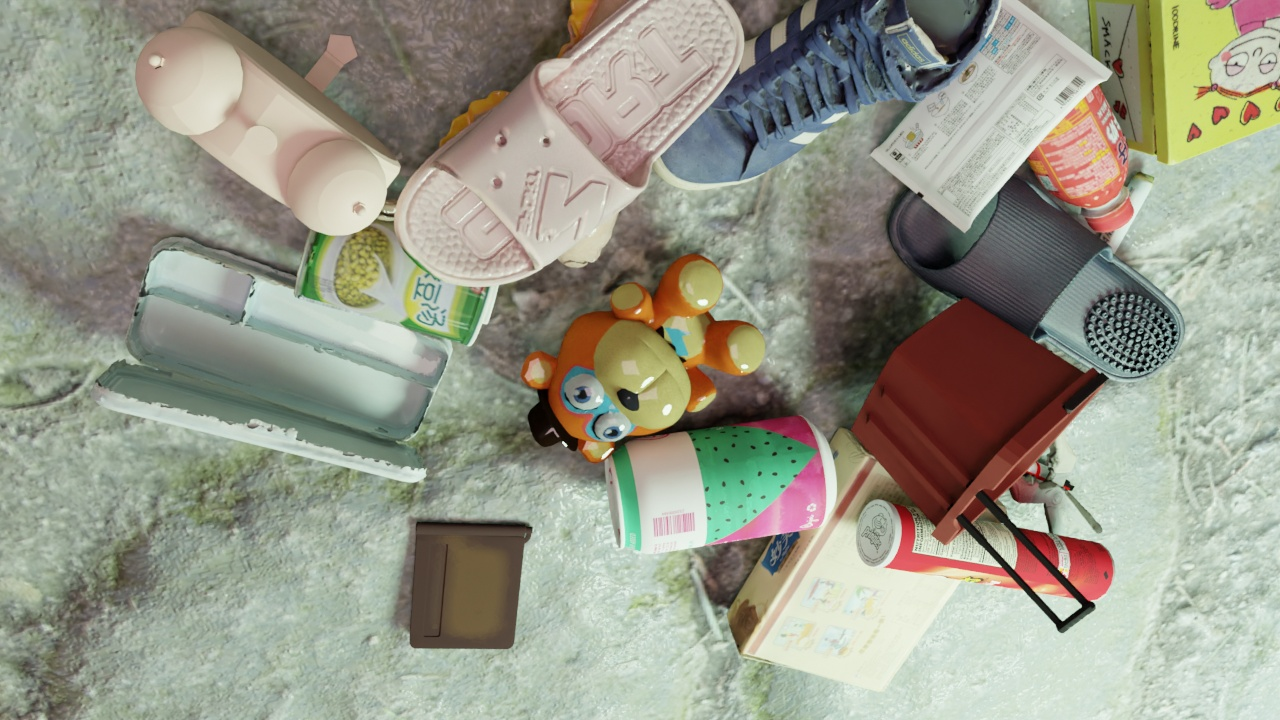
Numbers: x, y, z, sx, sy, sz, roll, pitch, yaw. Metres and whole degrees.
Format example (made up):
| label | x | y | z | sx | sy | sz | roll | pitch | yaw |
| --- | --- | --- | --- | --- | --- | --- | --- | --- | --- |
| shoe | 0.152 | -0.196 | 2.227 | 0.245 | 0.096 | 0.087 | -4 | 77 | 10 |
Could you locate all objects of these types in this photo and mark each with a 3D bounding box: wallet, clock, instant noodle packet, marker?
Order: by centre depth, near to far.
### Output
| label | x | y | z | sx | sy | sz | roll | pitch | yaw |
| --- | --- | --- | --- | --- | --- | --- | --- | --- | --- |
| clock | -0.194 | -0.138 | 0.508 | 0.131 | 0.160 | 0.086 | 37 | 102 | -23 |
| instant noodle packet | 0.230 | -0.163 | 0.616 | 0.087 | 0.026 | 0.135 | 43 | 125 | 9 |
| marker | 0.361 | -0.078 | 0.724 | 0.017 | 0.017 | 0.147 | 15 | 110 | -17 |
| wallet | -0.140 | 0.184 | 0.749 | 0.091 | 0.018 | 0.116 | 4 | 112 | -12 |
| marker | 0.321 | 0.089 | 0.792 | 0.145 | 0.019 | 0.019 | 22 | 109 | -19 |

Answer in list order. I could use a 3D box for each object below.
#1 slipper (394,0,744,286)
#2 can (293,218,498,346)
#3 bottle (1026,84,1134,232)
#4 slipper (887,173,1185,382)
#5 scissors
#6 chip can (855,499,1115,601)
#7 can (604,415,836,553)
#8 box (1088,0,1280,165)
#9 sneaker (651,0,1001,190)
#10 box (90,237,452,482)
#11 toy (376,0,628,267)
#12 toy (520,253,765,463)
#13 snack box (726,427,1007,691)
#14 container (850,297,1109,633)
| label | x | y | z | sx | sy | sz | roll | pitch | yaw |
| --- | --- | --- | --- | --- | --- | --- | --- | --- | --- |
| slipper | -0.036 | -0.126 | 0.528 | 0.239 | 0.064 | 0.094 | -40 | 108 | 2 |
| can | -0.158 | -0.057 | 0.605 | 0.121 | 0.067 | 0.067 | 16 | 110 | -17 |
| bottle | 0.312 | -0.151 | 0.656 | 0.062 | 0.062 | 0.137 | -39 | 117 | 8 |
| slipper | 0.309 | -0.057 | 0.677 | 0.263 | 0.082 | 0.101 | 28 | 106 | -13 |
| scissors | 0.335 | 0.082 | 0.775 | 0.196 | 0.015 | 0.179 | 13 | 98 | -19 |
| chip can | 0.279 | 0.154 | 0.734 | 0.214 | 0.051 | 0.052 | 13 | 111 | -18 |
| can | 0.060 | 0.095 | 0.706 | 0.166 | 0.088 | 0.088 | -8 | 116 | -8 |
| box | 0.435 | -0.233 | 0.631 | 0.221 | 0.082 | 0.124 | -18 | 116 | -1 |
| sneaker | 0.116 | -0.173 | 0.575 | 0.233 | 0.118 | 0.091 | -34 | 116 | 6 |
| box | -0.231 | -0.002 | 0.612 | 0.211 | 0.130 | 0.106 | 18 | 96 | -25 |
| toy | -0.050 | -0.189 | 0.567 | 0.196 | 0.065 | 0.265 | 7 | 112 | -19 |
| toy | -0.004 | 0.003 | 0.656 | 0.176 | 0.096 | 0.112 | -31 | 114 | 16 |
| snack box | 0.189 | 0.176 | 0.785 | 0.153 | 0.055 | 0.208 | 21 | 108 | -20 |
| container | 0.261 | 0.071 | 0.648 | 0.126 | 0.201 | 0.148 | -32 | 153 | -26 |
